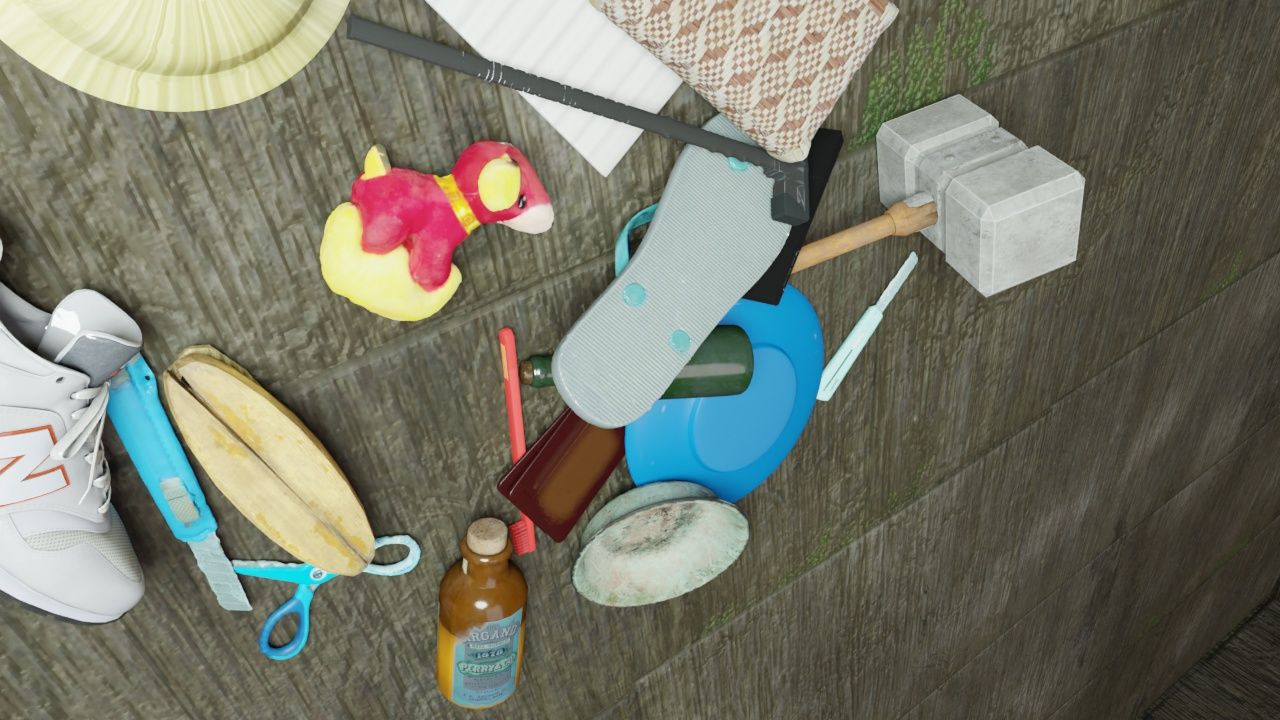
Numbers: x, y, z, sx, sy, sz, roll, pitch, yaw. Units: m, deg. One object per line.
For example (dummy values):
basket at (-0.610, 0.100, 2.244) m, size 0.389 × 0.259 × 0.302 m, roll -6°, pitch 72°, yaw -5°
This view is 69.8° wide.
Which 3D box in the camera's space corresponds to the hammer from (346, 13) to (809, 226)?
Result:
hammer at (-0.017, -0.161, 0.566) m, size 0.324 × 0.015 × 0.095 m, roll 8°, pitch 77°, yaw -34°

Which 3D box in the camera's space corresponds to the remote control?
remote control at (0.111, -0.109, 0.681) m, size 0.149 × 0.034 × 0.013 m, roll -66°, pitch 152°, yaw -17°

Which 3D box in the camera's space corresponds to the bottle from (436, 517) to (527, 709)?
bottle at (-0.122, 0.191, 0.709) m, size 0.067 × 0.068 × 0.157 m, roll -12°, pitch 124°, yaw -33°

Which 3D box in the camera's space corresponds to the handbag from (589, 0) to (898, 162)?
handbag at (0.065, -0.223, 0.570) m, size 0.185 × 0.047 × 0.124 m, roll 31°, pitch 97°, yaw -31°

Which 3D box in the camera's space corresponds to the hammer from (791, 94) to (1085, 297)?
hammer at (0.153, -0.091, 0.715) m, size 0.317 × 0.162 × 0.083 m, roll -22°, pitch 131°, yaw -5°

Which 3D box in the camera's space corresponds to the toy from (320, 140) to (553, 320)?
toy at (-0.125, -0.083, 0.538) m, size 0.137 × 0.067 × 0.105 m, roll -33°, pitch 132°, yaw 0°

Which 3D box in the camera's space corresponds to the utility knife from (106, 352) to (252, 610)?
utility knife at (-0.275, 0.079, 0.549) m, size 0.031 × 0.015 × 0.222 m, roll -14°, pitch 128°, yaw -10°

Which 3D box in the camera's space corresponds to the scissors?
scissors at (-0.224, 0.156, 0.644) m, size 0.134 × 0.011 × 0.140 m, roll 15°, pitch 106°, yaw -43°

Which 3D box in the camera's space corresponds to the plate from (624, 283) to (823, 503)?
plate at (0.085, 0.039, 0.792) m, size 0.223 × 0.024 × 0.225 m, roll -18°, pitch 123°, yaw -31°

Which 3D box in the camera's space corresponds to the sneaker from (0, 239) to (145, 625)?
sneaker at (-0.295, 0.027, 0.447) m, size 0.124 × 0.089 × 0.240 m, roll -37°, pitch 131°, yaw -9°

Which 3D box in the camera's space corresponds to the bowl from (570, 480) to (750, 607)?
bowl at (0.013, 0.152, 0.786) m, size 0.157 × 0.038 × 0.158 m, roll -11°, pitch 138°, yaw -11°

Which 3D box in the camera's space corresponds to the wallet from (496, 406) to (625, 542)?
wallet at (-0.050, 0.079, 0.719) m, size 0.115 × 0.018 × 0.091 m, roll -50°, pitch 139°, yaw -14°

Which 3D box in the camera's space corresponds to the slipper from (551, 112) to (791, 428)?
slipper at (0.029, -0.063, 0.634) m, size 0.098 × 0.055 × 0.268 m, roll 38°, pitch 66°, yaw -14°

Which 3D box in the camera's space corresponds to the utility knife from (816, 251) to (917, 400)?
utility knife at (0.213, -0.032, 0.871) m, size 0.022 × 0.015 × 0.166 m, roll 32°, pitch 95°, yaw -13°

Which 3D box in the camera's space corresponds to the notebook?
notebook at (-0.038, -0.225, 0.544) m, size 0.142 × 0.009 × 0.209 m, roll -51°, pitch 136°, yaw 1°

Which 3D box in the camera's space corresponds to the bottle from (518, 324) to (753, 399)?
bottle at (-0.004, 0.004, 0.683) m, size 0.174 × 0.055 × 0.055 m, roll -3°, pitch 120°, yaw -20°

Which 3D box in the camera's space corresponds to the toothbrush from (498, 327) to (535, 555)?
toothbrush at (-0.096, 0.069, 0.689) m, size 0.017 × 0.012 × 0.213 m, roll -21°, pitch 129°, yaw -27°

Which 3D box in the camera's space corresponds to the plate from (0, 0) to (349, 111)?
plate at (-0.207, -0.198, 0.405) m, size 0.184 × 0.036 × 0.185 m, roll -20°, pitch 129°, yaw -28°

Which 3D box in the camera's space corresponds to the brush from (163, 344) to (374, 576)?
brush at (-0.221, 0.067, 0.561) m, size 0.059 × 0.043 × 0.195 m, roll -37°, pitch 131°, yaw -14°
